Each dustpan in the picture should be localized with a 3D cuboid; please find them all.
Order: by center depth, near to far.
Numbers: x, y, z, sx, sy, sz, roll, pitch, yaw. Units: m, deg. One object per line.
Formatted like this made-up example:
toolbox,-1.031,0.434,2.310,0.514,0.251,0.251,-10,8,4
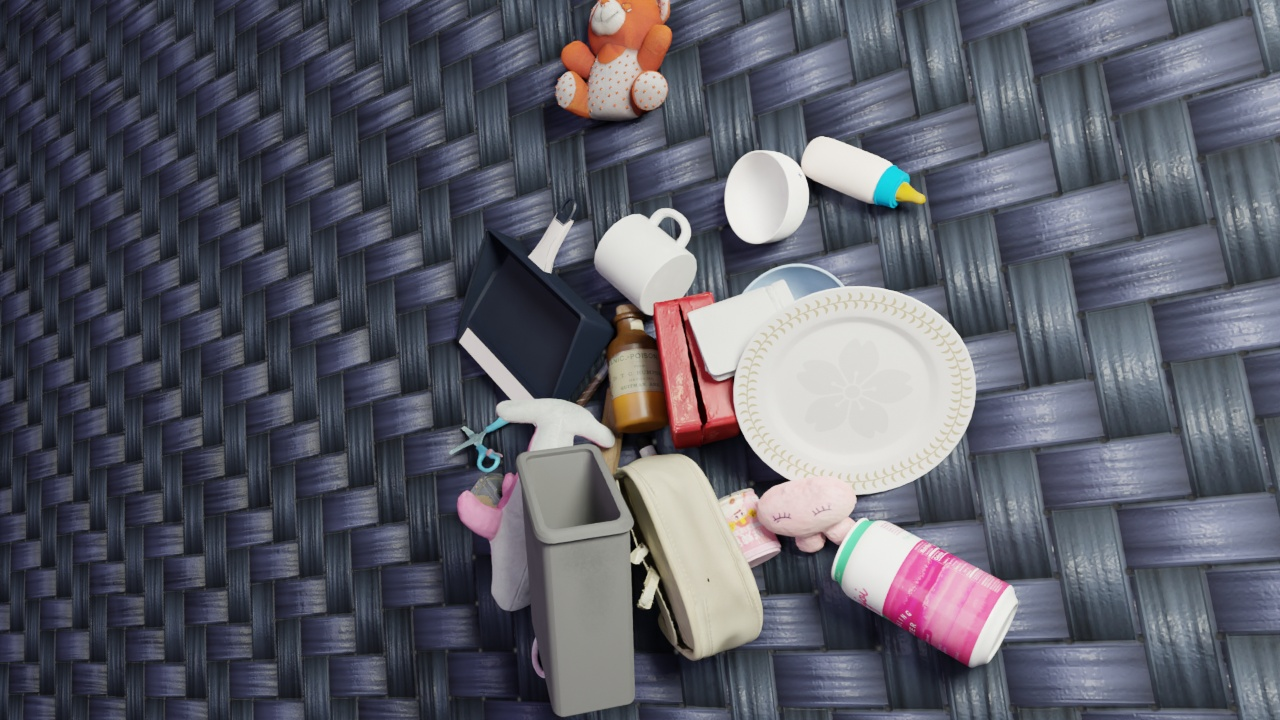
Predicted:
dustpan,-0.141,-0.085,1.207,0.236,0.080,0.273,43,103,35

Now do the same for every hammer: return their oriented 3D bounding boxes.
hammer,-0.053,0.186,1.163,0.132,0.040,0.305,12,88,30
hammer,-0.109,0.099,1.211,0.098,0.044,0.322,44,105,28

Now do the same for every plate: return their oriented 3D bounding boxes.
plate,0.218,0.034,0.950,0.242,0.016,0.243,4,117,8

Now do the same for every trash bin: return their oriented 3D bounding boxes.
trash bin,-0.070,0.231,0.995,0.191,0.097,0.220,-125,31,-65

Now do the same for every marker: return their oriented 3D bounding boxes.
marker,0.031,0.160,1.126,0.019,0.019,0.145,-35,68,24

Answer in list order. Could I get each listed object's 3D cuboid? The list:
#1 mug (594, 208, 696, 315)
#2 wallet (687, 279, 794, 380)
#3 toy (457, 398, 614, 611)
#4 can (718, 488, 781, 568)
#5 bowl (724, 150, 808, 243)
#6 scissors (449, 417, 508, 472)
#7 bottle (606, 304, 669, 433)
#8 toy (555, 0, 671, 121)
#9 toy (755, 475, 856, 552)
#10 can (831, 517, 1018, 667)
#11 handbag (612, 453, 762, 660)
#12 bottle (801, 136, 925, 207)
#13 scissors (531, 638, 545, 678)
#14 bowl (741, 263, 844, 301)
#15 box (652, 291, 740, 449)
mug,0.014,-0.130,1.126,0.090,0.091,0.121,43,108,28
wallet,0.116,-0.032,0.981,0.116,0.032,0.086,-17,70,4
toy,-0.137,0.173,1.143,0.128,0.186,0.265,-160,86,-72
can,0.115,0.194,1.041,0.067,0.067,0.076,-35,67,24
bowl,0.151,-0.188,1.059,0.105,0.054,0.105,10,104,49
scissors,-0.210,0.100,1.269,0.125,0.015,0.136,-51,40,-8
bottle,-0.007,0.007,1.130,0.068,0.067,0.156,-17,71,29
toy,-0.027,-0.400,1.182,0.164,0.092,0.172,5,86,33
toy,0.186,0.168,0.988,0.108,0.105,0.053,-22,37,24
can,0.283,0.229,0.920,0.166,0.088,0.088,26,98,31
handbag,0.021,0.220,1.029,0.184,0.131,0.229,145,112,-66
bottle,0.248,-0.202,1.011,0.146,0.051,0.051,32,101,31
scissors,-0.104,0.329,1.195,0.077,0.017,0.174,6,88,31
bowl,0.181,-0.027,1.021,0.151,0.074,0.150,-4,83,32
box,0.057,0.015,1.049,0.087,0.129,0.158,-12,76,2
